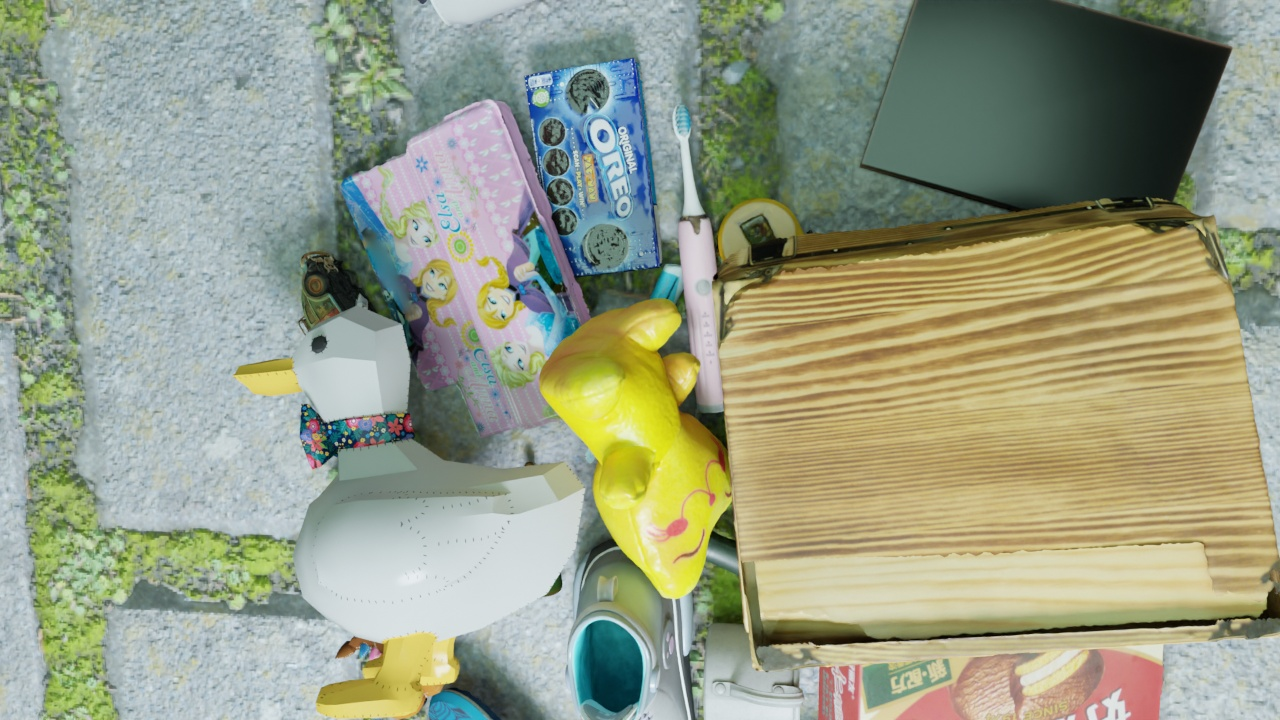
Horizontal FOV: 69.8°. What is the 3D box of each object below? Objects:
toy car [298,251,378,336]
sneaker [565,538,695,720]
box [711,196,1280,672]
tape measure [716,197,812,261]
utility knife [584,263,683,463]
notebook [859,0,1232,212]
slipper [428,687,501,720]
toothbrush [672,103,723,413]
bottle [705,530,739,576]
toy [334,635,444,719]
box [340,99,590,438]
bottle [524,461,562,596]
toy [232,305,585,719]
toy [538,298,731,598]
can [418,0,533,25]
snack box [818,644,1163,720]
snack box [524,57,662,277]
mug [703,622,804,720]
[{"bbox_3d":[-0.229,-0.029,0.702,0.047,0.047,0.112,-34,89,19],"label":"toy car"},{"bbox_3d":[-0.010,0.266,0.658,0.093,0.160,0.257,-2,96,8],"label":"sneaker"},{"bbox_3d":[0.190,0.037,0.553,0.279,0.176,0.247,-5,93,9],"label":"box"},{"bbox_3d":[0.087,-0.088,0.661,0.068,0.030,0.059,-28,96,10],"label":"tape measure"},{"bbox_3d":[-0.004,0.004,0.695,0.022,0.015,0.169,18,103,-27],"label":"utility knife"},{"bbox_3d":[0.276,-0.174,0.635,0.209,0.008,0.141,17,100,5],"label":"notebook"},{"bbox_3d":[-0.072,0.379,0.710,0.295,0.060,0.118,46,141,4],"label":"slipper"},{"bbox_3d":[0.041,-0.071,0.661,0.027,0.026,0.223,-10,102,-9],"label":"toothbrush"},{"bbox_3d":[0.119,0.166,0.681,0.174,0.055,0.055,22,100,5],"label":"bottle"},{"bbox_3d":[-0.197,0.239,0.715,0.103,0.090,0.071,-17,126,10],"label":"toy"},{"bbox_3d":[-0.127,-0.055,0.679,0.160,0.035,0.230,-18,97,22],"label":"box"},{"bbox_3d":[-0.080,0.131,0.716,0.025,0.025,0.106,-7,97,8],"label":"bottle"},{"bbox_3d":[-0.160,0.096,0.625,0.247,0.141,0.267,0,86,9],"label":"toy"},{"bbox_3d":[-0.002,0.061,0.620,0.088,0.134,0.194,-5,128,30],"label":"toy"},{"bbox_3d":[-0.099,-0.279,0.640,0.127,0.064,0.064,-16,96,9],"label":"can"},{"bbox_3d":[0.240,0.220,0.629,0.236,0.060,0.113,-2,98,-14],"label":"snack box"},{"bbox_3d":[-0.032,-0.137,0.670,0.082,0.027,0.150,-7,98,10],"label":"snack box"},{"bbox_3d":[0.083,0.234,0.666,0.070,0.113,0.084,0,80,9],"label":"mug"}]
